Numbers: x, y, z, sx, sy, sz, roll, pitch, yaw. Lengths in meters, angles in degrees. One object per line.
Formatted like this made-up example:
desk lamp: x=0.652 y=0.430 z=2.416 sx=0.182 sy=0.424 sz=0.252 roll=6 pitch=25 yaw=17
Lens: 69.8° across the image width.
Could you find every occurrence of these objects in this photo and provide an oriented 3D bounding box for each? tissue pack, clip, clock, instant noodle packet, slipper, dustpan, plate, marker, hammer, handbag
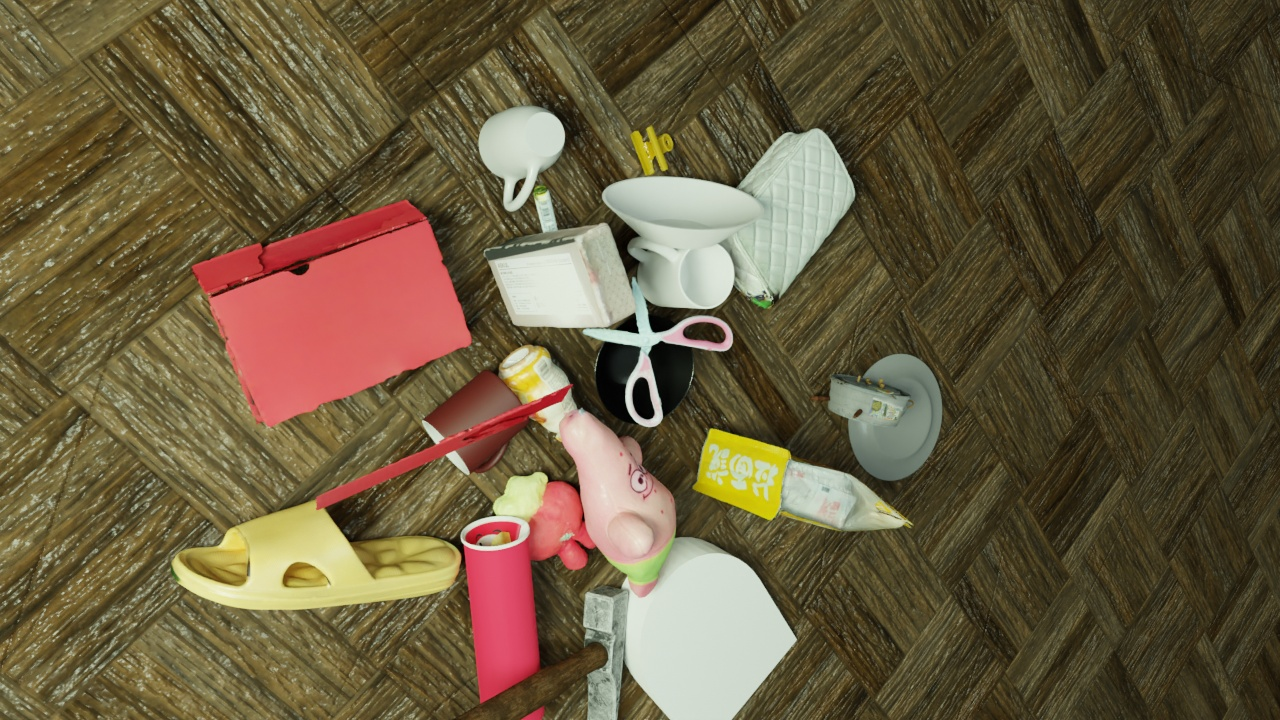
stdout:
tissue pack: x=-0.075 y=-0.080 z=0.919 sx=0.071 sy=0.182 sz=0.104 roll=-33 pitch=110 yaw=-35
clip: x=0.018 y=-0.242 z=1.045 sx=0.046 sy=0.048 sz=0.054 roll=-23 pitch=105 yaw=0
clock: x=0.304 y=0.051 z=1.196 sx=0.147 sy=0.104 sz=0.056 roll=7 pitch=101 yaw=-35
instant noodle packet: x=0.199 y=0.159 z=1.107 sx=0.221 sy=0.163 sz=0.084 roll=20 pitch=84 yaw=-30
slipper: x=-0.292 y=0.178 z=0.864 sx=0.263 sy=0.099 sz=0.078 roll=6 pitch=105 yaw=-34
dustpan: x=0.071 y=0.335 z=1.135 sx=0.191 sy=0.053 sz=0.258 roll=-44 pitch=125 yaw=-19
plate: x=0.044 y=-0.155 z=0.996 sx=0.173 sy=0.174 sz=0.036 roll=-12 pitch=123 yaw=-29
marker: x=-0.090 y=-0.119 z=0.960 sx=0.017 sy=0.017 sz=0.147 roll=-34 pitch=140 yaw=-23
hammer: x=-0.103 y=0.372 z=0.941 sx=0.300 sy=0.037 sz=0.217 roll=-1 pitch=96 yaw=-63
handbag: x=0.171 y=-0.176 z=1.113 sx=0.194 sy=0.072 sz=0.139 roll=-50 pitch=124 yaw=-17
plate: x=0.361 y=0.080 z=1.279 sx=0.178 sy=0.012 sz=0.178 roll=-3 pitch=96 yaw=-30

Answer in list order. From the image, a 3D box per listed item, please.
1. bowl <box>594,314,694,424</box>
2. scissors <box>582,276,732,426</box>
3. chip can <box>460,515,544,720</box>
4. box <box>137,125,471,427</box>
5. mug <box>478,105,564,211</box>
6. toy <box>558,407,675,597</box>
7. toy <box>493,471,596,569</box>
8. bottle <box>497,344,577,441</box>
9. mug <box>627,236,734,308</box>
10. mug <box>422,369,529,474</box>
bowl: x=-0.006 y=0.006 z=1.036 sx=0.123 sy=0.052 sz=0.124 roll=-6 pitch=103 yaw=-27
scissors: x=0.016 y=-0.004 z=0.996 sx=0.170 sy=0.013 sz=0.176 roll=6 pitch=106 yaw=-20
chip can: x=-0.142 y=0.278 z=0.961 sx=0.069 sy=0.069 sz=0.221 roll=-12 pitch=109 yaw=-28
box: x=-0.351 y=-0.106 z=0.940 sx=0.212 sy=0.374 sz=0.148 roll=-26 pitch=139 yaw=-26
mug: x=-0.118 y=-0.206 z=0.933 sx=0.071 sy=0.089 sz=0.107 roll=8 pitch=91 yaw=-30
toy: x=-0.021 y=0.143 z=0.988 sx=0.097 sy=0.191 sz=0.237 roll=-21 pitch=121 yaw=7
toy: x=-0.099 y=0.177 z=1.006 sx=0.135 sy=0.045 sz=0.091 roll=37 pitch=74 yaw=-26
bottle: x=-0.103 y=0.037 z=0.980 sx=0.063 sy=0.063 sz=0.108 roll=-44 pitch=114 yaw=-19
mug: x=0.036 y=-0.105 z=1.030 sx=0.110 sy=0.091 sz=0.073 roll=32 pitch=79 yaw=-28
mug: x=-0.164 y=0.073 z=0.951 sx=0.082 sy=0.073 sz=0.106 roll=-41 pitch=141 yaw=-20
